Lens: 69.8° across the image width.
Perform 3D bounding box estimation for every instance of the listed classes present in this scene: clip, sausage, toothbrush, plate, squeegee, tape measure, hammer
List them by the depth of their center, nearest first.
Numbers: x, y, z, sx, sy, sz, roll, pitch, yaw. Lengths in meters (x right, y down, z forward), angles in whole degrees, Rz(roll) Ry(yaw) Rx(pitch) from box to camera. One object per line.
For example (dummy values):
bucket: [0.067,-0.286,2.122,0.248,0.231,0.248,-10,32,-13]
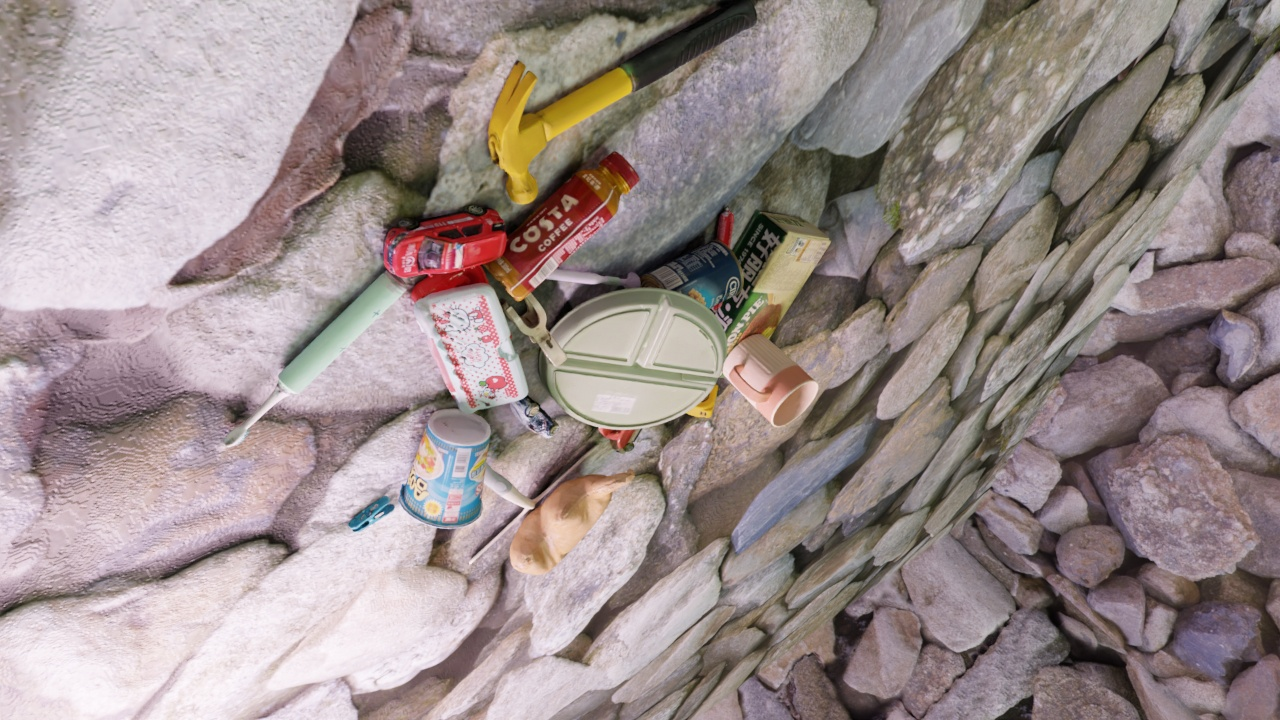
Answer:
toothbrush: [-0.303,0.001,0.848,0.224,0.026,0.027,-44,172,0]
hammer: [-0.013,-0.265,0.862,0.300,0.033,0.129,-34,150,-17]
clip: [-0.119,-0.041,1.012,0.034,0.064,0.098,-41,142,-8]
toothbrush: [-0.067,-0.093,1.024,0.188,0.021,0.029,2,89,-49]
clip: [-0.314,0.180,1.070,0.056,0.014,0.041,-35,148,-19]
plate: [-0.006,0.006,1.103,0.230,0.027,0.231,-5,135,-5]
sausage: [0.102,-0.126,1.169,0.020,0.020,0.156,-24,136,-31]
squeegee: [-0.176,0.163,1.190,0.246,0.039,0.246,-42,150,-4]
tape measure: [0.084,0.058,1.352,0.059,0.057,0.029,-72,173,-46]

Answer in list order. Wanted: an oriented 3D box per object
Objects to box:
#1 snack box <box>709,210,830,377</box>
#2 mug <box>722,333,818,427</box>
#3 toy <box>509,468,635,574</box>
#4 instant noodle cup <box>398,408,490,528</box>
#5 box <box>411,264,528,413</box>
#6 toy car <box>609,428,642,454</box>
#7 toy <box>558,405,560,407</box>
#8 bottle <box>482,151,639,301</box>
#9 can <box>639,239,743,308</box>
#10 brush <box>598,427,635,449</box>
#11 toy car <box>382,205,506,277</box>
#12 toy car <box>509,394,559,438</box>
snack box: [0.151,-0.085,1.250,0.114,0.063,0.241,-3,131,-48]
mug: [0.164,0.027,1.234,0.114,0.106,0.082,-5,133,-47]
toy: [-0.091,0.206,1.270,0.226,0.082,0.143,-47,-176,19]
instant noodle cup: [-0.216,0.118,1.040,0.099,0.099,0.110,-10,129,-44]
box: [-0.172,-0.011,0.951,0.090,0.068,0.201,-34,149,-16]
toy car: [-0.018,0.088,1.284,0.035,0.042,0.091,14,114,-31]
toy: [-0.062,0.035,1.172,0.092,0.030,0.096,-42,134,4]
bottle: [-0.077,-0.137,0.918,0.175,0.057,0.057,-43,150,-3]
can: [0.060,-0.092,1.120,0.111,0.075,0.075,-28,146,-24]
brush: [-0.010,0.047,1.214,0.063,0.069,0.146,1,128,-50]
toy car: [-0.178,-0.108,0.847,0.120,0.045,0.053,-18,140,-34]
toy car: [-0.134,0.062,1.104,0.031,0.049,0.105,-44,149,-6]
